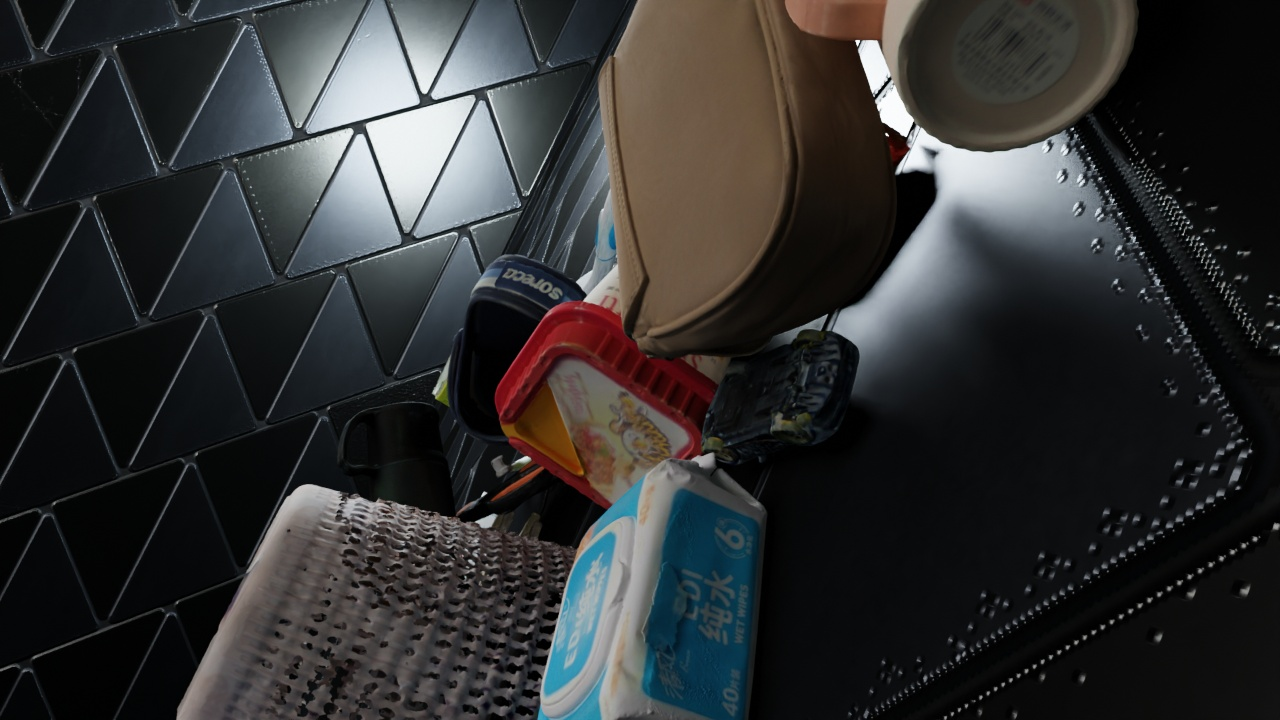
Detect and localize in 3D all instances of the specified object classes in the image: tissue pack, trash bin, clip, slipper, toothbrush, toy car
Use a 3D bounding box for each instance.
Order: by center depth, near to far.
[{"bbox_3d":[0.002,0.114,0.389,0.090,0.063,0.139,-49,21,45],"label":"tissue pack"},{"bbox_3d":[0.061,0.020,0.409,0.106,0.031,0.048,-27,38,64],"label":"toy car"},{"bbox_3d":[-0.140,0.175,0.528,0.228,0.192,0.227,-57,16,25],"label":"trash bin"},{"bbox_3d":[-0.086,0.018,0.669,0.095,0.105,0.253,-61,-3,-26],"label":"slipper"},{"bbox_3d":[-0.119,0.171,0.774,0.100,0.034,0.074,-64,15,5],"label":"clip"},{"bbox_3d":[-0.116,0.094,0.841,0.016,0.016,0.180,-32,-4,-2],"label":"toothbrush"}]

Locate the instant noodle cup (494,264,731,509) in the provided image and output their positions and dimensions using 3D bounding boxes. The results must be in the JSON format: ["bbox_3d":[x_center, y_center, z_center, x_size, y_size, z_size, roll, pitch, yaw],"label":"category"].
[{"bbox_3d":[-0.003,0.003,0.527,0.117,0.116,0.123,-50,7,42],"label":"instant noodle cup"}]

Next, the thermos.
[{"bbox_3d":[-0.181,0.153,0.703,0.069,0.089,0.242,-38,57,43],"label":"thermos"}]

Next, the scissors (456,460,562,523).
[{"bbox_3d":[-0.126,0.120,0.774,0.138,0.021,0.236,-40,7,-40],"label":"scissors"}]

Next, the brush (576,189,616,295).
[{"bbox_3d":[-0.019,-0.053,0.664,0.315,0.109,0.060,-35,25,57],"label":"brush"}]

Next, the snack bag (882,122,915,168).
[{"bbox_3d":[0.096,-0.076,0.459,0.105,0.026,0.045,-57,42,22],"label":"snack bag"}]

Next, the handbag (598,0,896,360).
[{"bbox_3d":[0.045,-0.101,0.435,0.148,0.099,0.204,-39,49,47],"label":"handbag"}]

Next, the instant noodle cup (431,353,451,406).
[{"bbox_3d":[-0.119,0.024,0.841,0.112,0.123,0.111,-56,16,26],"label":"instant noodle cup"}]

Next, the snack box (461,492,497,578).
[{"bbox_3d":[-0.173,0.211,0.906,0.085,0.027,0.156,-56,16,28],"label":"snack box"}]

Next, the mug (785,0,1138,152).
[{"bbox_3d":[0.113,-0.139,0.346,0.105,0.114,0.082,-84,-5,-48],"label":"mug"}]
